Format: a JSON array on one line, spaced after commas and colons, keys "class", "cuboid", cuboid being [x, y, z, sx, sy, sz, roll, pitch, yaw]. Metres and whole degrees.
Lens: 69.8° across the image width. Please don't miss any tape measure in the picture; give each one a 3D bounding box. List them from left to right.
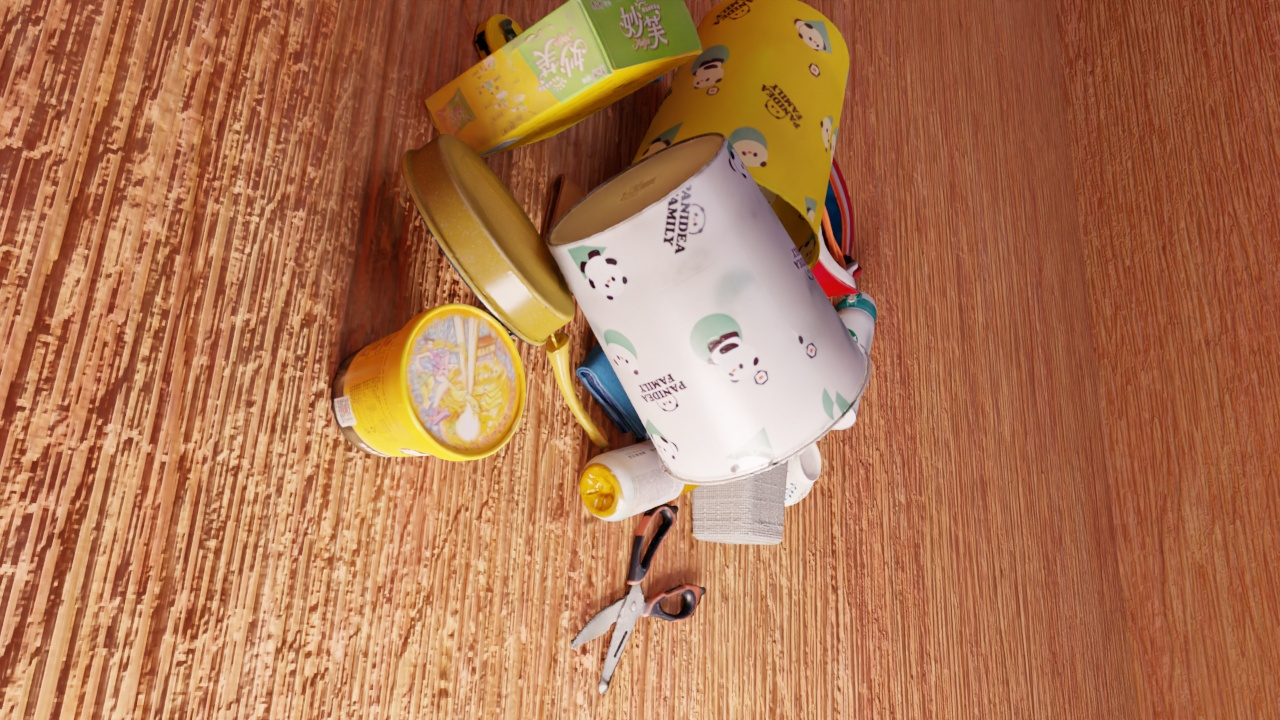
[{"class": "tape measure", "cuboid": [-0.137, -0.318, 0.922, 0.059, 0.029, 0.057, -42, 112, -48]}]

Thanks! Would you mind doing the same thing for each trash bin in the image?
[{"class": "trash bin", "cuboid": [0.054, -0.053, 0.848, 0.252, 0.230, 0.228, 57, 43, -21]}, {"class": "trash bin", "cuboid": [0.115, -0.245, 1.021, 0.229, 0.230, 0.254, 38, 61, -38]}]

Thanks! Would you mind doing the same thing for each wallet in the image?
[{"class": "wallet", "cuboid": [-0.052, -0.118, 0.963, 0.132, 0.031, 0.107, 41, 42, -36]}, {"class": "wallet", "cuboid": [-0.006, 0.006, 0.991, 0.106, 0.040, 0.132, 53, 45, -21]}]

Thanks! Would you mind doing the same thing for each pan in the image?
[{"class": "pan", "cuboid": [-0.100, -0.044, 0.835, 0.357, 0.078, 0.197, 51, 11, -35]}]

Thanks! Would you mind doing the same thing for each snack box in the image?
[{"class": "snack box", "cuboid": [-0.071, -0.260, 0.841, 0.157, 0.211, 0.070, -35, 103, -49]}]

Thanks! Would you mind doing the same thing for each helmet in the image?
[{"class": "helmet", "cuboid": [0.199, -0.182, 1.210, 0.207, 0.144, 0.239, 64, 26, -22]}]

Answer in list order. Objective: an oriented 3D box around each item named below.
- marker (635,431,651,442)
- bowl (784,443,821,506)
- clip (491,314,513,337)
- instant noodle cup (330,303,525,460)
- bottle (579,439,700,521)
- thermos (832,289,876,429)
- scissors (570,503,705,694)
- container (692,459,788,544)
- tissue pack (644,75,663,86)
[{"class": "marker", "cuboid": [0.031, 0.053, 1.037, 0.130, 0.018, 0.023, -48, 127, -46]}, {"class": "bowl", "cuboid": [0.192, 0.130, 1.178, 0.113, 0.062, 0.113, 16, 68, -46]}, {"class": "clip", "cuboid": [-0.141, -0.019, 0.842, 0.058, 0.027, 0.045, -53, 128, -39]}, {"class": "instant noodle cup", "cuboid": [-0.172, 0.024, 0.719, 0.118, 0.115, 0.118, 17, 68, -48]}, {"class": "bottle", "cuboid": [0.017, 0.116, 0.962, 0.189, 0.068, 0.068, -10, 88, -51]}, {"class": "thermos", "cuboid": [0.300, -0.009, 1.342, 0.073, 0.073, 0.223, 48, 47, -32]}, {"class": "scissors", "cuboid": [0.003, 0.241, 0.953, 0.226, 0.015, 0.188, 15, 69, -49]}, {"class": "container", "cuboid": [0.113, 0.152, 1.057, 0.090, 0.090, 0.114, 18, 70, -46]}, {"class": "tissue pack", "cuboid": [-0.038, -0.325, 0.994, 0.156, 0.095, 0.052, 3, 79, -52]}]
